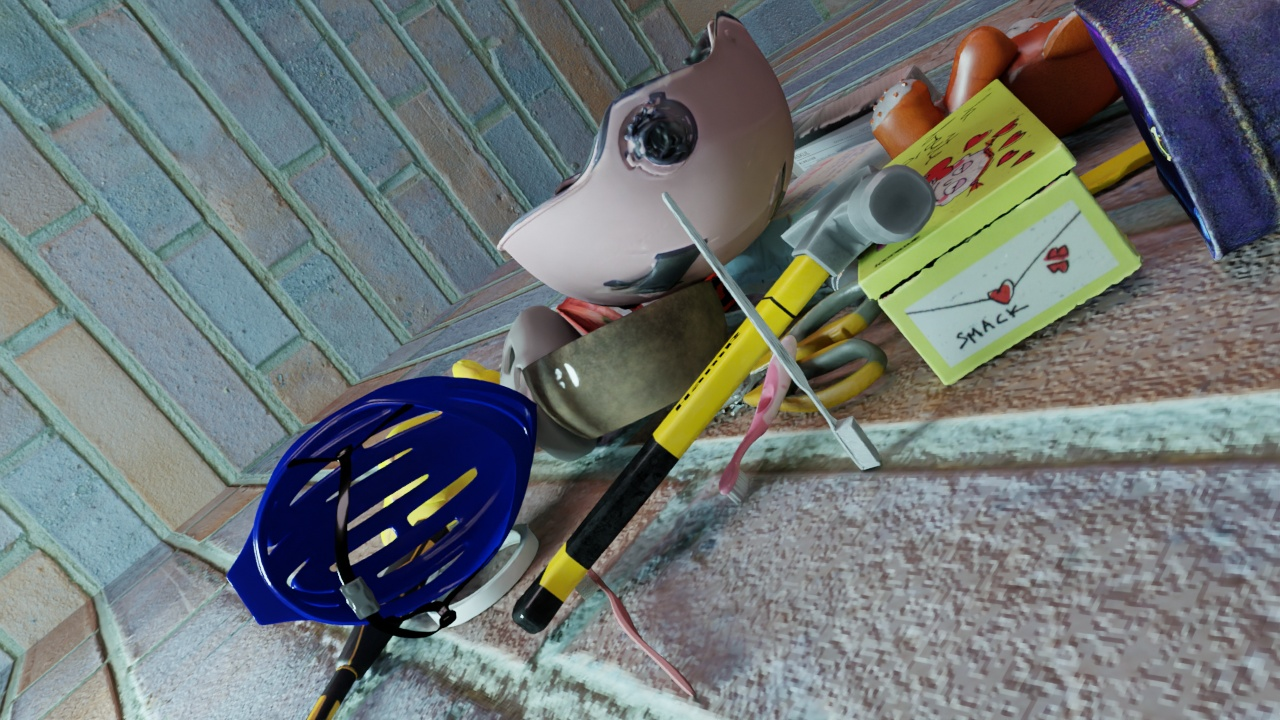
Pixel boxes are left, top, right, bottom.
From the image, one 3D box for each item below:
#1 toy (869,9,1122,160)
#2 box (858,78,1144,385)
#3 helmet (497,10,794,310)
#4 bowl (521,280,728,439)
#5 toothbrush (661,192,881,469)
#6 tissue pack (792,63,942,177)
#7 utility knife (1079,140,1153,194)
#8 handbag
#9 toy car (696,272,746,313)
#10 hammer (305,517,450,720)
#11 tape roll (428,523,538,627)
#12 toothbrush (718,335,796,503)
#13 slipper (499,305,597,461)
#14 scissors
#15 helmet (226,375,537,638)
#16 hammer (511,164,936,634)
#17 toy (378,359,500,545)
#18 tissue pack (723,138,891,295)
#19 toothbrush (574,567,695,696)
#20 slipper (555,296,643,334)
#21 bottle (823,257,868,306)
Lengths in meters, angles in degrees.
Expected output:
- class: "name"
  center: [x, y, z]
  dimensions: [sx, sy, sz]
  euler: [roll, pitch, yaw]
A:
- class: "toy"
  center: [0.267, -0.193, 0.680]
  dimensions: [0.173, 0.092, 0.163]
  euler: [-29, -25, 25]
- class: "box"
  center: [0.201, -0.089, 0.556]
  dimensions: [0.125, 0.082, 0.220]
  euler: [-36, 15, 27]
- class: "helmet"
  center: [0.015, -0.132, 0.725]
  dimensions: [0.254, 0.152, 0.230]
  euler: [-43, 9, -22]
- class: "bowl"
  center: [-0.004, 0.004, 0.708]
  dimensions: [0.162, 0.070, 0.162]
  euler: [-26, 0, 0]
- class: "toothbrush"
  center: [0.067, -0.011, 0.439]
  dimensions: [0.010, 0.181, 0.010]
  euler: [-22, 28, 35]
- class: "tissue pack"
  center: [0.223, -0.212, 0.879]
  dimensions: [0.182, 0.104, 0.071]
  euler: [-15, 41, 60]
- class: "utility knife"
  center: [0.357, -0.156, 0.546]
  dimensions: [0.219, 0.019, 0.030]
  euler: [-34, 19, 27]
- class: "handbag"
  center: [0.323, -0.155, 0.412]
  dimensions: [0.205, 0.125, 0.221]
  euler: [-30, 17, 22]
- class: "toy car"
  center: [0.063, -0.071, 0.892]
  dimensions: [0.051, 0.049, 0.100]
  euler: [-42, 16, -19]
- class: "hammer"
  center: [-0.209, 0.222, 0.648]
  dimensions: [0.123, 0.036, 0.319]
  euler: [-30, 18, 25]
- class: "tape roll"
  center: [-0.115, 0.155, 0.670]
  dimensions: [0.093, 0.013, 0.093]
  euler: [-34, 15, 10]
- class: "toothbrush"
  center: [0.076, 0.033, 0.567]
  dimensions: [0.022, 0.016, 0.134]
  euler: [-28, 26, 47]
- class: "slipper"
  center: [-0.093, 0.032, 0.851]
  dimensions: [0.081, 0.113, 0.265]
  euler: [-45, 18, 13]
- class: "scissors"
  center: [0.079, 0.024, 0.622]
  dimensions: [0.229, 0.016, 0.133]
  euler: [-36, 24, 32]
- class: "helmet"
  center: [-0.151, 0.096, 0.611]
  dimensions: [0.241, 0.148, 0.228]
  euler: [-32, 15, -20]
- class: "hammer"
  center: [0.033, 0.025, 0.522]
  dimensions: [0.324, 0.034, 0.170]
  euler: [-51, 5, 2]
- class: "toy"
  center: [-0.174, 0.091, 0.865]
  dimensions: [0.087, 0.135, 0.193]
  euler: [15, 28, 12]
- class: "tissue pack"
  center: [0.163, -0.127, 0.803]
  dimensions: [0.181, 0.070, 0.112]
  euler: [-41, 15, -24]
- class: "toothbrush"
  center: [-0.009, 0.138, 0.483]
  dimensions: [0.015, 0.015, 0.184]
  euler: [-43, 17, -12]
- class: "slipper"
  center: [-0.033, -0.047, 0.936]
  dimensions: [0.059, 0.103, 0.249]
  euler: [-52, 14, -4]
- class: "bottle"
  center: [0.158, -0.057, 0.669]
  dimensions: [0.030, 0.030, 0.113]
  euler: [-35, 15, 7]
